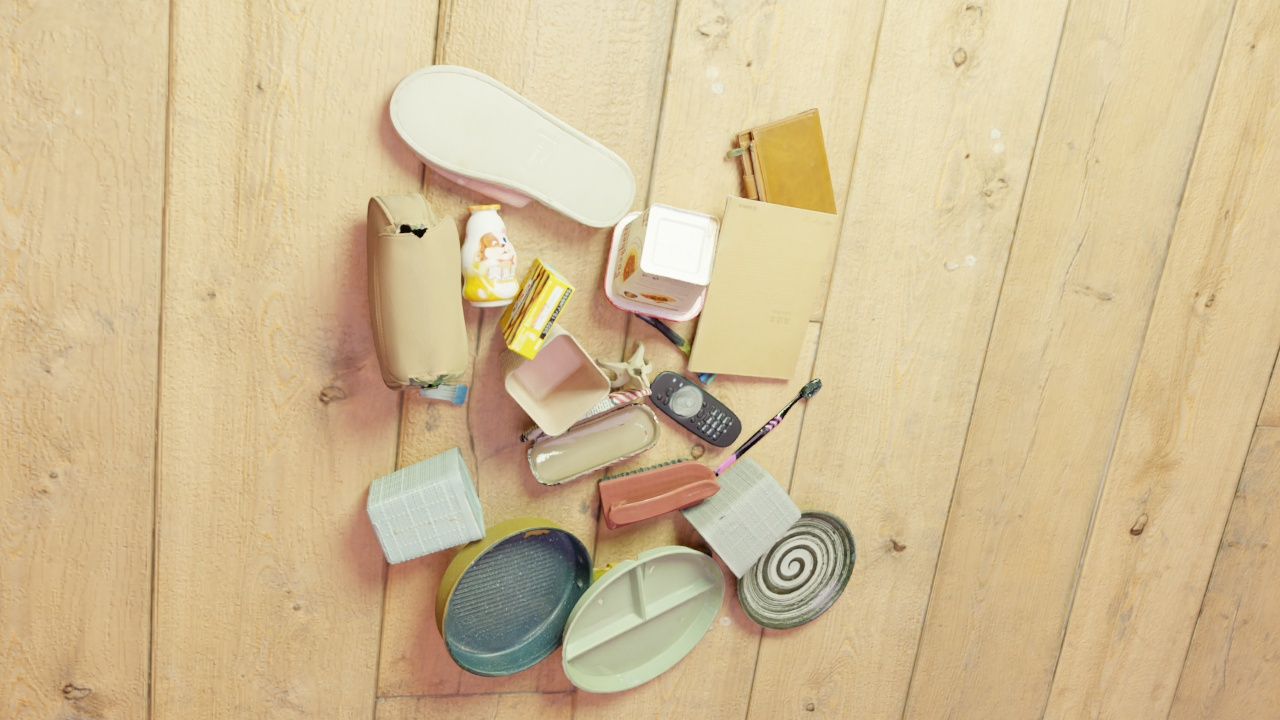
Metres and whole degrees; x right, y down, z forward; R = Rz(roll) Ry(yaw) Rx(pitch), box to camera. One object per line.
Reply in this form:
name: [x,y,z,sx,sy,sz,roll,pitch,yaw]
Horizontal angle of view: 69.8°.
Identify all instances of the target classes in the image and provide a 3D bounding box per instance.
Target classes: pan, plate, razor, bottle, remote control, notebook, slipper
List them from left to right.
bottle: [-0.165,-0.113,0.993,0.063,0.063,0.108,-6,101,-14]
slipper: [-0.132,-0.223,0.976,0.274,0.054,0.114,22,97,-15]
pan: [-0.073,0.271,1.115,0.356,0.078,0.198,-12,116,-33]
plate: [0.002,0.320,1.142,0.229,0.027,0.231,-17,128,-23]
razor: [0.041,-0.026,1.096,0.142,0.022,0.042,37,91,-23]
remote control: [0.066,0.059,1.125,0.136,0.024,0.053,36,95,-20]
notebook: [0.145,-0.081,1.090,0.149,0.012,0.212,5,108,-24]
plate: [0.205,0.274,1.218,0.179,0.024,0.180,-7,111,-18]

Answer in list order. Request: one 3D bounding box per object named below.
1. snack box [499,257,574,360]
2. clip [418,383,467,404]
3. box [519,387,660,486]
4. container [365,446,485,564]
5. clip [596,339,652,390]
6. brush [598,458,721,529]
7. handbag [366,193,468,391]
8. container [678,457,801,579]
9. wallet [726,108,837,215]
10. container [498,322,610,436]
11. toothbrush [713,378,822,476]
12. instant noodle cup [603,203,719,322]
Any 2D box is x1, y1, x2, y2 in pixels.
snack box: [-0.113,-0.058,0.981,0.033,0.140,0.087,30,96,-16]
clip: [-0.226,0.035,1.045,0.057,0.028,0.024,12,104,-27]
box: [-0.057,0.084,1.068,0.162,0.086,0.075,-19,69,-7]
container: [-0.244,0.165,1.038,0.111,0.090,0.090,-18,109,-7]
clip: [-0.005,0.005,1.064,0.098,0.100,0.035,-36,113,-35]
brush: [0.024,0.162,1.119,0.145,0.069,0.063,-14,109,-11]
handbag: [-0.228,-0.067,0.944,0.099,0.148,0.205,-8,109,-22]
container: [0.127,0.192,1.146,0.114,0.090,0.090,-41,112,-4]
wallet: [0.167,-0.214,1.070,0.119,0.035,0.131,-19,111,-11]
container: [-0.100,0.013,1.020,0.090,0.111,0.090,-40,111,-2]
toothbrush: [0.160,0.088,1.164,0.189,0.018,0.014,-42,113,1]
instant noodle cup: [0.029,-0.111,0.997,0.116,0.124,0.116,12,80,-9]
